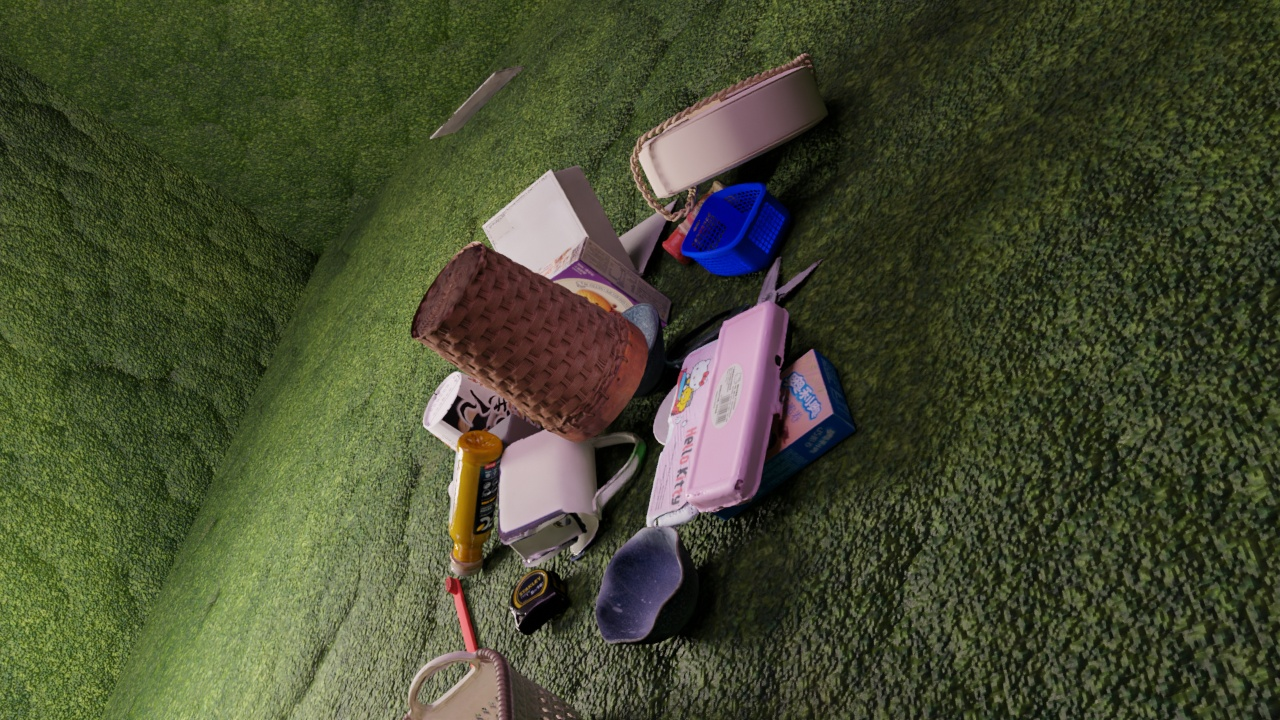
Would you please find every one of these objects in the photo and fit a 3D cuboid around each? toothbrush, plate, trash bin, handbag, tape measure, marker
[{"bbox_3d":[-0.209,0.315,1.083,0.012,0.018,0.212,-53,27,5],"label":"toothbrush"},{"bbox_3d":[0.061,0.050,0.924,0.104,0.026,0.104,-36,28,22],"label":"plate"},{"bbox_3d":[-0.117,-0.026,0.973,0.152,0.210,0.151,-39,31,29],"label":"trash bin"},{"bbox_3d":[0.107,-0.254,1.047,0.211,0.103,0.208,-19,13,34],"label":"handbag"},{"bbox_3d":[-0.107,0.252,0.971,0.062,0.034,0.061,-38,34,7],"label":"tape measure"},{"bbox_3d":[-0.067,0.137,1.017,0.176,0.074,0.151,-27,36,12],"label":"handbag"},{"bbox_3d":[0.074,0.001,0.980,0.139,0.016,0.022,-25,71,43],"label":"marker"}]

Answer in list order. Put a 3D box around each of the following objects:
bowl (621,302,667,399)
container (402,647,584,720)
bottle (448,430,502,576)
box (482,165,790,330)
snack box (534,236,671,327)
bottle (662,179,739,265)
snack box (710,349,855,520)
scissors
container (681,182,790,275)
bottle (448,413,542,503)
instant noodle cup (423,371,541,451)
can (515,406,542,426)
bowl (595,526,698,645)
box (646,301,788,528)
[{"bbox_3d":[-0.006,0.006,1.053,0.137,0.057,0.136,-39,31,30],"label":"bowl"},{"bbox_3d":[-0.126,0.375,0.749,0.185,0.143,0.245,-44,29,21],"label":"container"},{"bbox_3d":[-0.202,0.176,1.105,0.053,0.053,0.186,-116,33,-59],"label":"bottle"},{"bbox_3d":[0.004,-0.142,1.309,0.168,0.421,0.173,-27,69,43],"label":"box"},{"bbox_3d":[-0.062,-0.070,1.132,0.148,0.143,0.040,-28,38,43],"label":"snack box"},{"bbox_3d":[0.075,-0.171,1.133,0.109,0.044,0.044,-50,28,10],"label":"bottle"},{"bbox_3d":[0.114,0.067,0.818,0.152,0.034,0.087,-41,31,26],"label":"snack box"},{"bbox_3d":[0.098,-0.030,0.943,0.203,0.015,0.201,-24,31,37],"label":"scissors"},{"bbox_3d":[0.110,-0.143,1.029,0.114,0.058,0.096,4,63,59],"label":"container"},{"bbox_3d":[-0.184,0.138,1.168,0.174,0.083,0.046,-34,34,38],"label":"bottle"},{"bbox_3d":[-0.218,0.082,1.238,0.124,0.121,0.123,-39,32,29],"label":"instant noodle cup"},{"bbox_3d":[-0.122,0.017,1.229,0.092,0.056,0.116,-46,29,15],"label":"can"},{"bbox_3d":[0.014,0.205,0.805,0.111,0.055,0.110,-39,31,29],"label":"bowl"},{"bbox_3d":[0.065,0.050,0.835,0.153,0.038,0.200,-25,40,45],"label":"box"}]
